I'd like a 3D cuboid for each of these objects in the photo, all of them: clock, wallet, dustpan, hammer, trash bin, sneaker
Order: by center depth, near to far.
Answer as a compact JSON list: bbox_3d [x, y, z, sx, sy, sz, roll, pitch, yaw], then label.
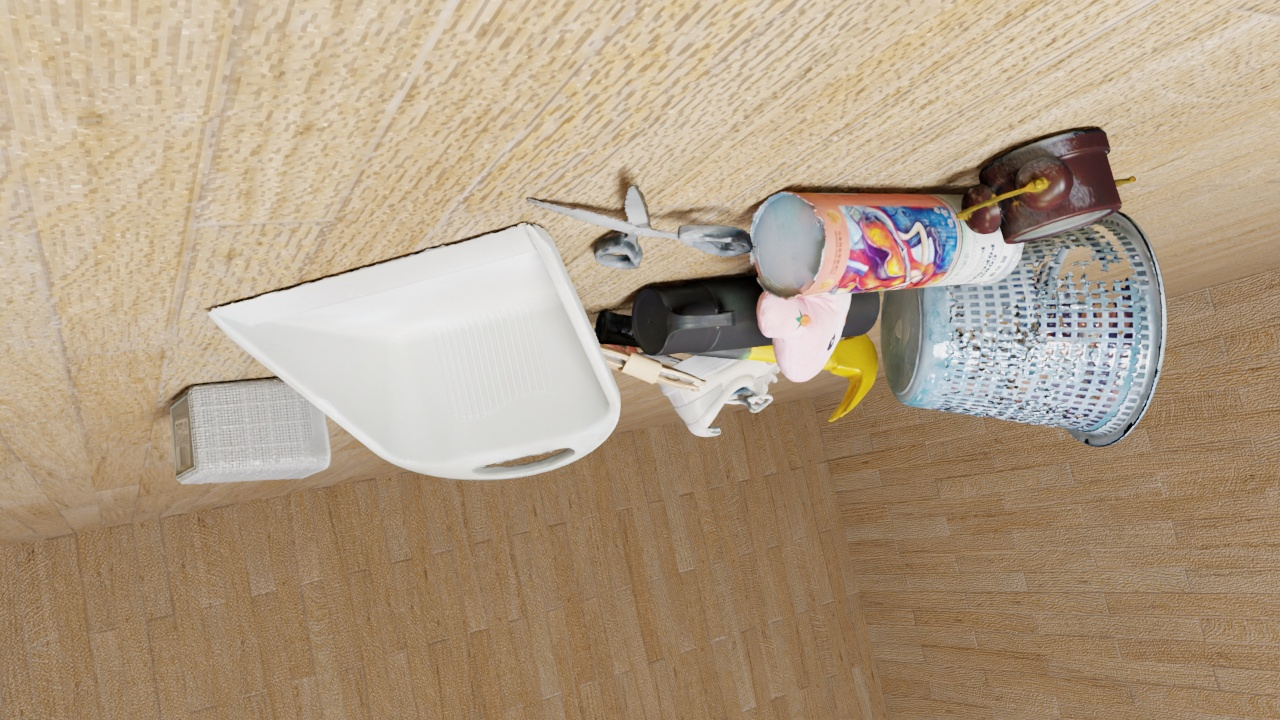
[{"bbox_3d":[0.265,-0.113,0.612,0.121,0.055,0.082,-12,174,-30],"label":"clock"},{"bbox_3d":[-0.127,0.020,0.668,0.223,0.142,0.257,-14,174,10],"label":"dustpan"},{"bbox_3d":[-0.005,0.005,0.819,0.115,0.024,0.087,19,176,-15],"label":"wallet"},{"bbox_3d":[0.343,-0.032,0.875,0.195,0.226,0.227,1,173,-1],"label":"trash bin"},{"bbox_3d":[0.102,-0.014,0.900,0.300,0.128,0.033,7,157,-20],"label":"hammer"},{"bbox_3d":[0.124,0.005,0.978,0.241,0.090,0.090,-29,-179,-38],"label":"sneaker"}]

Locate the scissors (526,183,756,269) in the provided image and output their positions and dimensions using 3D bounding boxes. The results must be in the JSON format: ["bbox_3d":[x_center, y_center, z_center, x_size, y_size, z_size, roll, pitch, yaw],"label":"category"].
[{"bbox_3d":[0.003,-0.078,0.558,0.159,0.014,0.181,0,174,-15],"label":"scissors"}]

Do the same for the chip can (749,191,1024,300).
[{"bbox_3d":[0.176,-0.083,0.642,0.214,0.071,0.071,-6,171,-35],"label":"chip can"}]

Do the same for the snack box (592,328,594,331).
[{"bbox_3d":[-0.107,-0.005,0.854,0.074,0.051,0.174,-13,172,22],"label":"snack box"}]

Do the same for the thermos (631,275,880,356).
[{"bbox_3d":[0.115,-0.042,0.832,0.242,0.068,0.090,-8,-167,-32],"label":"thermos"}]

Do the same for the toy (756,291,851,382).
[{"bbox_3d":[0.132,-0.045,0.735,0.054,0.121,0.159,15,177,26],"label":"toy"}]

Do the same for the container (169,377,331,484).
[{"bbox_3d":[-0.358,0.065,0.838,0.114,0.090,0.090,-2,167,-41],"label":"container"}]

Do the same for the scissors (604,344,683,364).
[{"bbox_3d":[0.010,-0.011,1.016,0.188,0.015,0.228,0,165,-21],"label":"scissors"}]
